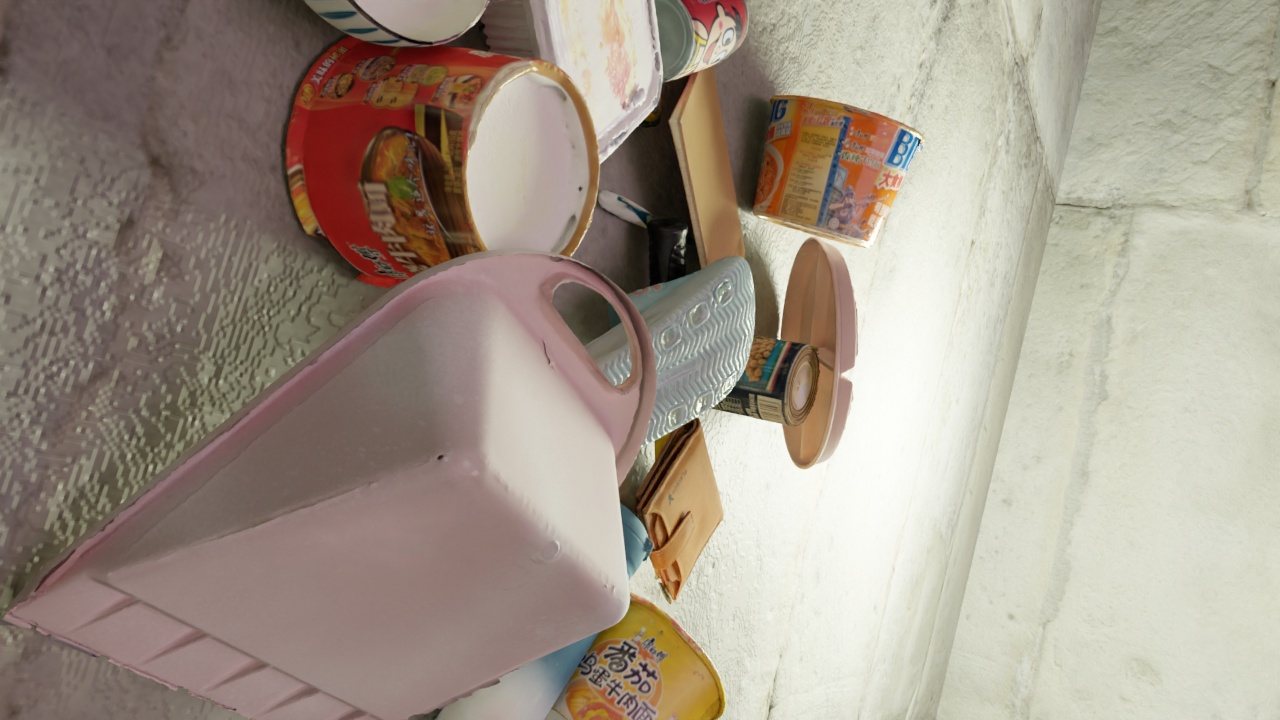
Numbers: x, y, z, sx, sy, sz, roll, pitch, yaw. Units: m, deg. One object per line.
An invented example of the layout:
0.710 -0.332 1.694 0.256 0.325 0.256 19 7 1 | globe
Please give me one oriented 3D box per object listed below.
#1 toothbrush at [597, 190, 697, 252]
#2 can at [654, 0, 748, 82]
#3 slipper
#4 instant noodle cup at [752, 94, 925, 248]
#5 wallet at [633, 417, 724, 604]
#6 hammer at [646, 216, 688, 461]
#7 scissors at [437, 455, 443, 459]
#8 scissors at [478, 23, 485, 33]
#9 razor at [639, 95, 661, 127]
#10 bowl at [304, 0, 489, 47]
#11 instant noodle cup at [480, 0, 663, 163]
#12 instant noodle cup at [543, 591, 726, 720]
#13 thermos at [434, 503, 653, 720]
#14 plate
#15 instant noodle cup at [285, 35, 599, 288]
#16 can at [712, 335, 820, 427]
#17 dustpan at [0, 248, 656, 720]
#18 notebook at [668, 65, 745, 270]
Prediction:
0.020 -0.109 0.751 0.191 0.018 0.016 13 88 -59 | toothbrush
0.033 -0.247 0.678 0.093 0.067 0.067 -38 131 -48 | can
-0.004 0.004 0.672 0.244 0.074 0.104 -32 127 -31 | slipper
0.180 -0.176 0.877 0.151 0.151 0.111 3 106 -59 | instant noodle cup
0.030 0.130 0.777 0.118 0.035 0.131 -59 147 -36 | wallet
0.024 0.027 0.779 0.128 0.033 0.301 -36 133 -48 | hammer
-0.094 0.059 0.625 0.169 0.019 0.181 -61 146 -29 | scissors
-0.049 -0.256 0.593 0.180 0.014 0.159 -43 135 -42 | scissors
-0.024 -0.178 0.651 0.132 0.028 0.043 -31 129 -49 | razor
-0.127 -0.205 0.426 0.116 0.066 0.116 -14 108 -53 | bowl
-0.045 -0.212 0.539 0.137 0.060 0.174 -55 144 -45 | instant noodle cup
-0.021 0.266 0.716 0.109 0.138 0.138 -38 132 -36 | instant noodle cup
-0.069 0.197 0.668 0.219 0.070 0.070 -54 142 -33 | thermos
0.173 -0.007 0.907 0.229 0.028 0.229 179 -88 -86 | plate
-0.094 -0.103 0.480 0.137 0.109 0.138 -26 121 -53 | instant noodle cup
0.099 0.014 0.832 0.075 0.111 0.075 -26 122 -53 | can
-0.114 0.071 0.472 0.222 0.274 0.138 58 14 -47 | dustpan
0.063 -0.139 0.778 0.149 0.012 0.212 -72 154 -47 | notebook
